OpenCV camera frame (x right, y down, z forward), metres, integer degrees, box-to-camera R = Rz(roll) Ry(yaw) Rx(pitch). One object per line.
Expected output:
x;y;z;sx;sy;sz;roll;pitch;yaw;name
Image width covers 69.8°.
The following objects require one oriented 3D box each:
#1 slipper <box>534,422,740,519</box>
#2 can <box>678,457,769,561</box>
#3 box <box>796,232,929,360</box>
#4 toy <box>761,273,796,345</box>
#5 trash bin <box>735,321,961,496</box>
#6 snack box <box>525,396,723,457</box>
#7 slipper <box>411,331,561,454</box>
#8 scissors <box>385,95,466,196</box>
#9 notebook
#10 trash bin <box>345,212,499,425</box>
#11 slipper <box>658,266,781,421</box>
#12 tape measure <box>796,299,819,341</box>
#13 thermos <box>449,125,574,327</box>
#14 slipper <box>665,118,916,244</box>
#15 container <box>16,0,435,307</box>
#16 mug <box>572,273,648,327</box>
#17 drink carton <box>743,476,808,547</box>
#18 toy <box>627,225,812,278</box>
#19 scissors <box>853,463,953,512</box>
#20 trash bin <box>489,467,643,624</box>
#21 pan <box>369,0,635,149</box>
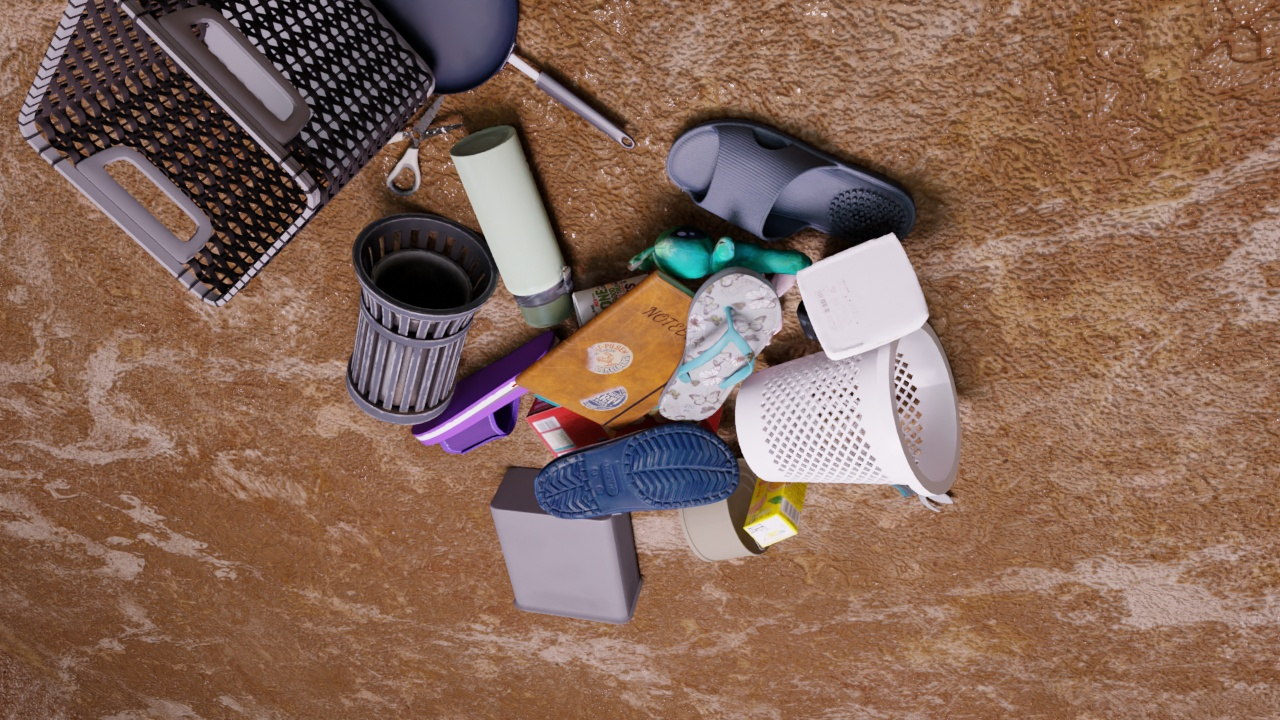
-0.006;0.136;1.146;0.253;0.095;0.105;-9;89;2;slipper
0.113;0.198;1.210;0.073;0.127;0.128;-17;121;31;can
0.219;-0.069;0.942;0.108;0.137;0.128;-22;78;7;box
0.136;-0.062;1.046;0.063;0.047;0.110;17;120;0;toy
0.228;0.062;1.038;0.200;0.194;0.195;-12;124;37;trash bin
-0.022;0.068;1.190;0.237;0.060;0.113;-19;120;29;snack box
-0.187;0.062;1.216;0.267;0.107;0.084;-29;115;29;slipper
-0.269;-0.248;1.037;0.162;0.012;0.159;22;138;5;scissors
-0.006;0.004;1.052;0.178;0.014;0.250;28;131;-35;notebook
-0.279;-0.040;1.127;0.164;0.163;0.228;24;135;-2;trash bin
0.088;0.004;1.003;0.098;0.054;0.269;3;144;-12;slipper
0.211;-0.052;1.013;0.071;0.072;0.042;-31;122;3;tape measure
-0.135;-0.145;1.045;0.082;0.082;0.232;-4;126;21;thermos
0.151;-0.167;0.932;0.263;0.082;0.101;17;130;2;slipper
-0.392;-0.252;0.911;0.246;0.242;0.247;-28;113;40;container
-0.028;-0.052;1.079;0.089;0.105;0.073;-15;89;-6;mug
0.175;0.165;1.158;0.043;0.134;0.059;45;129;-16;drink carton
0.082;-0.104;0.970;0.193;0.130;0.072;6;94;16;toy
0.327;0.143;1.167;0.125;0.019;0.156;-5;125;22;scissors
-0.107;0.276;1.365;0.192;0.097;0.220;4;127;15;trash bin
-0.152;-0.325;0.940;0.356;0.021;0.199;34;130;-9;pan
